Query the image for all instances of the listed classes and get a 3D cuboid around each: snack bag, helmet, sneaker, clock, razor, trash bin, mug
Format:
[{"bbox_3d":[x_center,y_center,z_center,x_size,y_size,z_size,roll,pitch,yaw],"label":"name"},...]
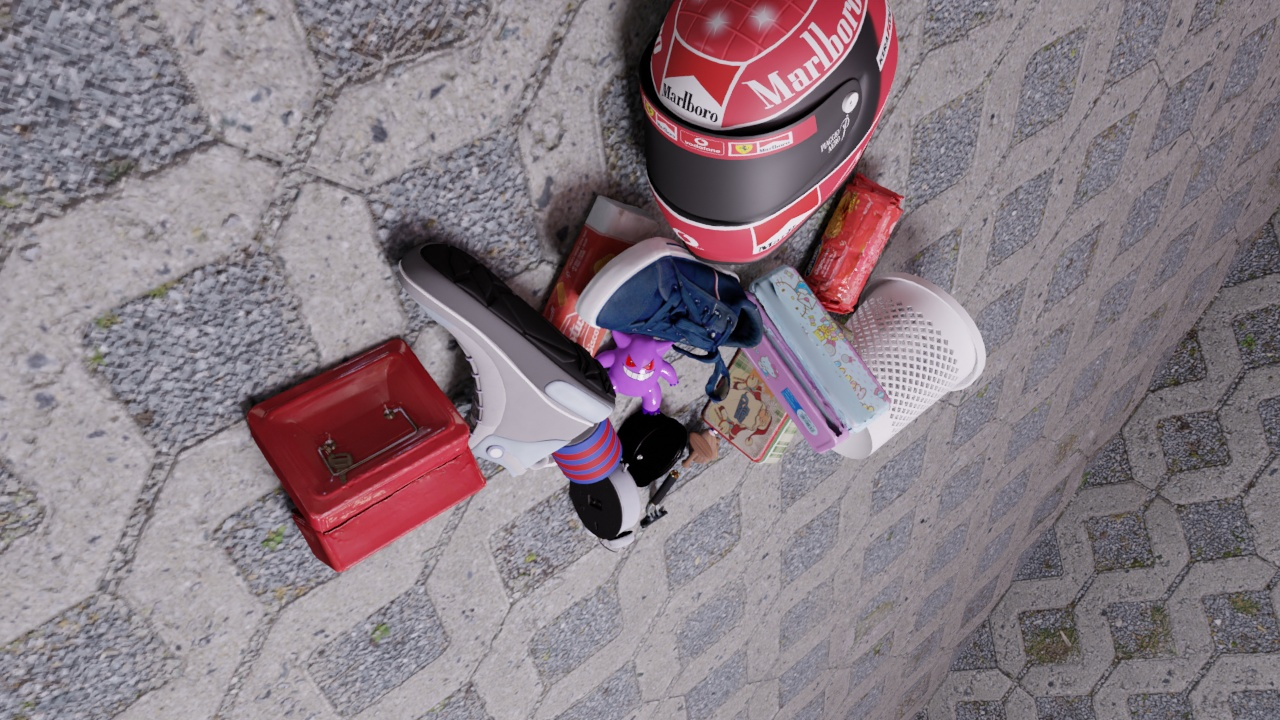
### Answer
[{"bbox_3d":[-0.059,-0.056,0.939,0.077,0.041,0.225,9,112,-50],"label":"snack bag"},{"bbox_3d":[0.107,-0.244,0.819,0.270,0.198,0.225,-50,152,-8],"label":"helmet"},{"bbox_3d":[0.266,-0.141,1.159,0.082,0.082,0.177,4,116,-46],"label":"snack bag"},{"bbox_3d":[0.048,-0.038,0.935,0.121,0.127,0.294,-50,156,21],"label":"sneaker"},{"bbox_3d":[0.002,0.112,1.133,0.121,0.042,0.091,-52,142,1],"label":"clock"},{"bbox_3d":[0.028,0.178,1.210,0.042,0.022,0.145,-28,157,-28],"label":"razor"},{"bbox_3d":[0.320,0.018,1.236,0.199,0.195,0.196,-40,141,-21],"label":"trash bin"},{"bbox_3d":[-0.083,0.092,1.019,0.112,0.074,0.076,-20,139,3],"label":"mug"},{"bbox_3d":[-0.153,0.013,0.856,0.161,0.093,0.256,-42,125,15],"label":"sneaker"},{"bbox_3d":[-0.041,0.173,1.094,0.035,0.095,0.123,-20,116,-38],"label":"clock"}]

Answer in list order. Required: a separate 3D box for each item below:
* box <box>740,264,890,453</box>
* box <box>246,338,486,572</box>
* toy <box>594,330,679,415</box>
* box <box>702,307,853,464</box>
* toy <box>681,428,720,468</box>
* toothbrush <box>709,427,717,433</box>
[{"bbox_3d":[0.198,-0.006,1.093,0.092,0.214,0.090,-32,172,-17],"label":"box"},{"bbox_3d":[-0.241,0.106,0.837,0.157,0.152,0.166,-28,153,-28],"label":"box"},{"bbox_3d":[-0.006,0.006,1.029,0.106,0.055,0.088,11,120,-11],"label":"toy"},{"bbox_3d":[0.171,0.022,1.172,0.050,0.118,0.206,12,112,-54],"label":"box"},{"bbox_3d":[0.081,0.113,1.190,0.054,0.041,0.102,-35,169,-19],"label":"toy"},{"bbox_3d":[0.166,0.045,1.264,0.186,0.016,0.015,-38,141,-17],"label":"toothbrush"}]
